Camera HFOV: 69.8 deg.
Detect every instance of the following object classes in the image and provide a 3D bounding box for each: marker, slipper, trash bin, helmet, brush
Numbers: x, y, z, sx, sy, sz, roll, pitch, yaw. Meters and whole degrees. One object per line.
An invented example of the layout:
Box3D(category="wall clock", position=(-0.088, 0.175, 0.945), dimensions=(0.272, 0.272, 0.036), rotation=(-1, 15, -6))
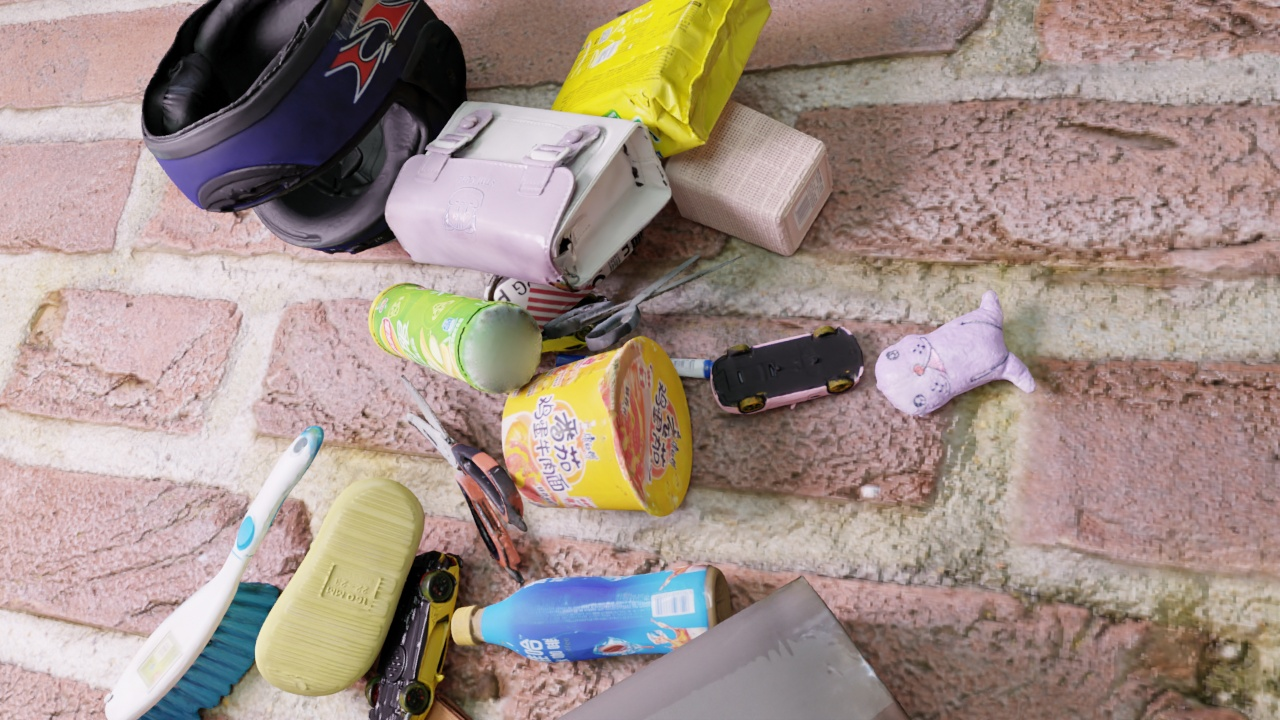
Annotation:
Box3D(category="marker", position=(-0.005, 0.005, 0.792), dimensions=(0.146, 0.017, 0.016), rotation=(2, 71, 21))
Box3D(category="slipper", position=(-0.238, 0.180, 0.752), dimensions=(0.091, 0.081, 0.190), rotation=(27, 92, -13))
Box3D(category="trash bin", position=(0.061, 0.267, 0.577), dimensions=(0.219, 0.199, 0.198), rotation=(-36, 63, -3))
Box3D(category="helmet", position=(-0.282, -0.216, 0.841), dimensions=(0.248, 0.240, 0.314), rotation=(-17, 47, 19))
Box3D(category="brush", position=(-0.347, 0.194, 0.792), dimensions=(0.060, 0.109, 0.314), rotation=(38, 86, 30))

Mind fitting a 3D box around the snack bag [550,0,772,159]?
Box3D(category="snack bag", position=(-0.004, -0.243, 0.802), dimensions=(0.247, 0.068, 0.157), rotation=(-2, 57, 53))

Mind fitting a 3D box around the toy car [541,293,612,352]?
Box3D(category="toy car", position=(-0.073, -0.028, 0.816), dimensions=(0.105, 0.032, 0.048), rotation=(-11, 45, 14))

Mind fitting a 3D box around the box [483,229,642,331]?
Box3D(category="box", position=(-0.076, -0.096, 0.813), dimensions=(0.163, 0.075, 0.081), rotation=(-45, 36, -15))

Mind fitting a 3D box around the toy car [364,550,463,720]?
Box3D(category="toy car", position=(-0.185, 0.232, 0.750), dimensions=(0.071, 0.041, 0.155), rotation=(-14, 59, 45))

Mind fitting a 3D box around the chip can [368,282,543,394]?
Box3D(category="chip can", position=(-0.160, -0.023, 0.773), dimensions=(0.222, 0.072, 0.072), rotation=(14, 73, 54))

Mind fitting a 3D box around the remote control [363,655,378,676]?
Box3D(category="remote control", position=(-0.240, 0.205, 0.796), dimensions=(0.053, 0.024, 0.136), rotation=(-3, 70, 17))

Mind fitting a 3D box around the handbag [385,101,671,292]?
Box3D(category="handbag", position=(-0.099, -0.136, 0.752), dimensions=(0.197, 0.098, 0.144), rotation=(16, 63, 36))

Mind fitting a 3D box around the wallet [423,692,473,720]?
Box3D(category="wallet", position=(-0.159, 0.346, 0.711), dimensions=(0.108, 0.031, 0.131), rotation=(30, 84, 28))

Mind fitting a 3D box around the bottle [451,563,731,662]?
Box3D(category="bottle", position=(-0.042, 0.198, 0.704), dimensions=(0.219, 0.065, 0.065), rotation=(-10, 67, 17))

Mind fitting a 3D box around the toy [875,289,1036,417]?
Box3D(category="toy", position=(0.232, 0.004, 0.693), dimensions=(0.108, 0.039, 0.083), rotation=(-22, 70, 9))

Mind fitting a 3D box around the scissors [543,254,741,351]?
Box3D(category="scissors", position=(-0.002, -0.050, 0.757), dimensions=(0.160, 0.180, 0.014), rotation=(-10, 111, 28))

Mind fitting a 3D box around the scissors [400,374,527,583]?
Box3D(category="scissors", position=(-0.148, 0.093, 0.771), dimensions=(0.015, 0.190, 0.221), rotation=(-25, 88, -27))

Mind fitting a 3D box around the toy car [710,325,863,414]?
Box3D(category="toy car", position=(0.117, 0.010, 0.736), dimensions=(0.122, 0.037, 0.056), rotation=(-13, 69, 2))

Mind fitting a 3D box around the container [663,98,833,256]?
Box3D(category="container", position=(0.095, -0.154, 0.777), dimensions=(0.111, 0.090, 0.090), rotation=(28, 81, 24))

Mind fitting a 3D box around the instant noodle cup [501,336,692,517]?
Box3D(category="instant noodle cup", position=(-0.035, 0.057, 0.723), dimensions=(0.110, 0.138, 0.137), rotation=(-9, 67, 25))
